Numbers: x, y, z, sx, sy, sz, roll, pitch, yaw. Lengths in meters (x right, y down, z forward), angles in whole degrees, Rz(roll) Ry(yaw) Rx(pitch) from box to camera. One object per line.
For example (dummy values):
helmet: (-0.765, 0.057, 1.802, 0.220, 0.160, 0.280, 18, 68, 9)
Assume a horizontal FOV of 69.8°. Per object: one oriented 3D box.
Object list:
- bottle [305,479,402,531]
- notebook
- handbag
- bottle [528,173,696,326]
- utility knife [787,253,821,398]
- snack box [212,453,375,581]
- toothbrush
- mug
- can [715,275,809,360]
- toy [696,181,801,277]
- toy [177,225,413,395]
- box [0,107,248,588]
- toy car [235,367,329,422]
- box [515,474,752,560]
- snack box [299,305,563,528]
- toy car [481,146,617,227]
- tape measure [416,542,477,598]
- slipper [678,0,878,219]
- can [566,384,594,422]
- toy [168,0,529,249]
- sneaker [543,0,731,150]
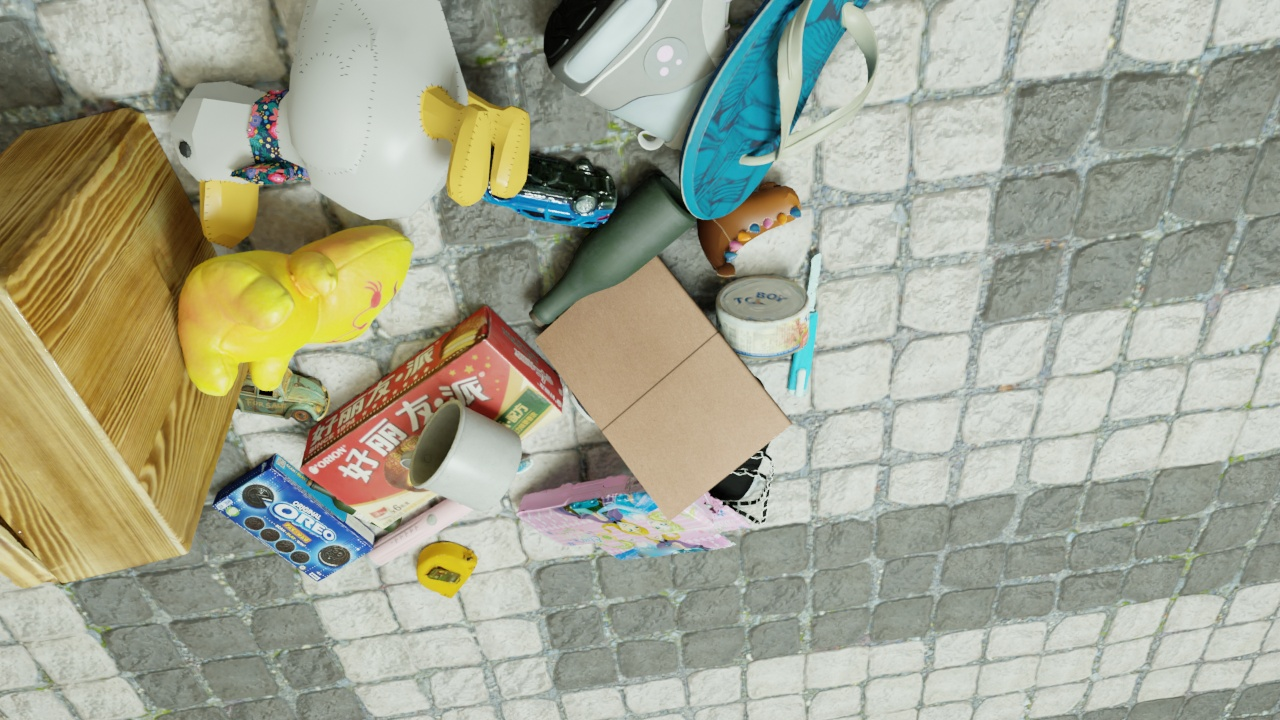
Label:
bottle: (-0.300, 0.149, 0.959, 0.106, 0.025, 0.025, 32, 116, -27)
notebook: (0.016, 0.017, 0.821, 0.141, 0.008, 0.209, -41, 78, 16)
handbag: (0.059, 0.098, 0.891, 0.125, 0.114, 0.154, -3, 152, -7)
bottle: (-0.033, -0.088, 0.804, 0.174, 0.055, 0.055, -39, 122, 21)
utility knife: (0.165, -0.031, 0.894, 0.022, 0.015, 0.169, -2, 128, -7)
snack box: (-0.359, 0.168, 0.964, 0.082, 0.027, 0.150, -31, 124, 14)
toothbrush: (-0.204, 0.160, 0.979, 0.223, 0.026, 0.027, -32, 85, 15)
mug: (-0.165, 0.090, 0.830, 0.070, 0.084, 0.113, 30, 146, -29)
can: (0.111, -0.040, 0.839, 0.086, 0.086, 0.043, -7, 124, -3)
toy: (0.094, -0.111, 0.776, 0.090, 0.102, 0.071, -18, 132, 13)
toy: (-0.278, -0.048, 0.736, 0.087, 0.193, 0.135, 45, 120, 6)
box: (-0.424, -0.008, 0.675, 0.176, 0.278, 0.247, -16, 126, -1)
toy car: (-0.344, 0.022, 0.846, 0.112, 0.047, 0.047, 11, 129, -16)
box: (-0.001, 0.172, 0.947, 0.231, 0.035, 0.159, -18, 135, 44)
snack box: (-0.200, 0.059, 0.885, 0.237, 0.060, 0.113, -33, 123, 15)
toy car: (-0.079, -0.140, 0.759, 0.120, 0.056, 0.044, 9, 138, -19)
tape measure: (-0.220, 0.232, 1.028, 0.059, 0.030, 0.068, 27, 118, -26)
slipper: (0.126, -0.225, 0.681, 0.118, 0.060, 0.295, 13, 117, -50)
can: (-0.005, 0.005, 0.868, 0.127, 0.064, 0.064, -34, 123, 17)
toy: (-0.218, -0.182, 0.668, 0.268, 0.140, 0.247, 15, 108, 11)
sneaker: (0.059, -0.274, 0.668, 0.160, 0.093, 0.257, 30, 116, -35)
